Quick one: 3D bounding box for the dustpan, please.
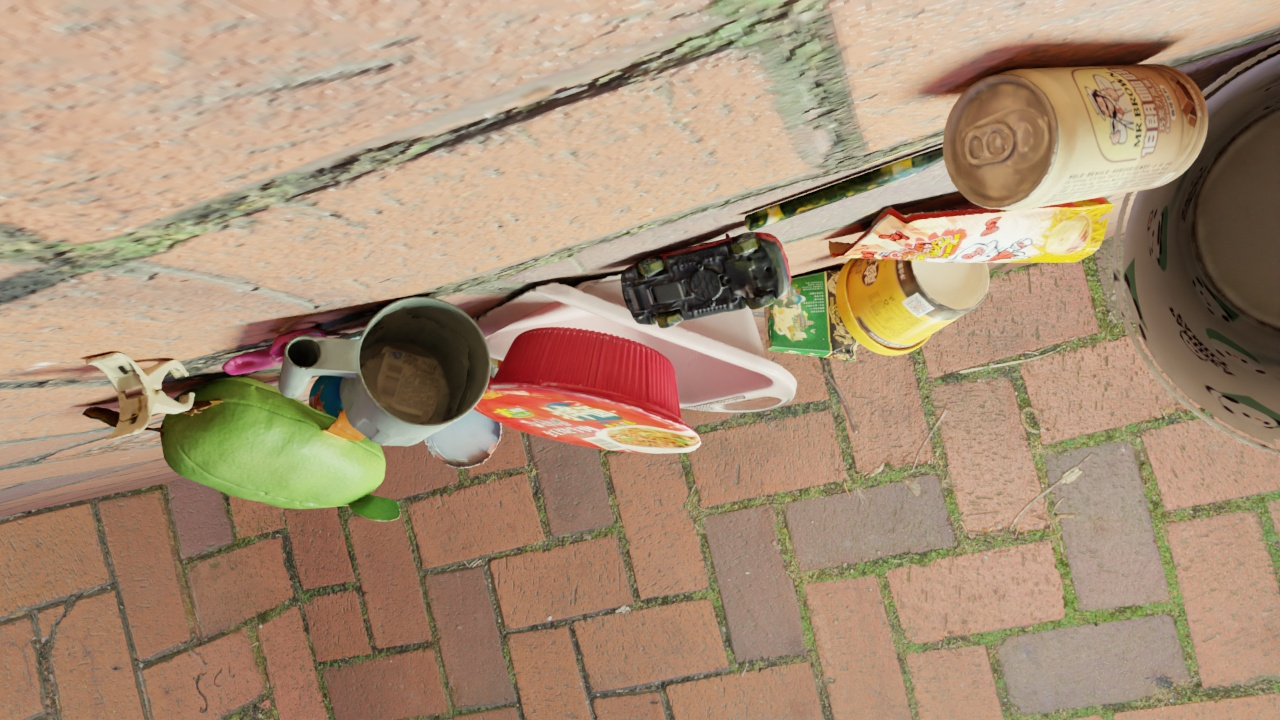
[{"bbox_3d":[-0.005,0.005,0.791,0.272,0.139,0.223,-13,178,-28],"label":"dustpan"}]

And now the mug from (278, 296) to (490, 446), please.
[{"bbox_3d":[-0.172,0.010,0.605,0.123,0.083,0.104,5,165,-24],"label":"mug"}]

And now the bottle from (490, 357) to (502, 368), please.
[{"bbox_3d":[-0.135,0.008,1.146,0.150,0.066,0.066,-7,180,15],"label":"bottle"}]

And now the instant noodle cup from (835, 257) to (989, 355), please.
[{"bbox_3d":[0.279,-0.076,0.933,0.118,0.118,0.115,-13,171,-23],"label":"instant noodle cup"}]

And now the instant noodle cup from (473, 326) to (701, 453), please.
[{"bbox_3d":[-0.042,0.024,0.746,0.194,0.065,0.194,10,163,3],"label":"instant noodle cup"}]

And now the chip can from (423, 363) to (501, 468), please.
[{"bbox_3d":[-0.169,0.047,0.902,0.071,0.071,0.214,-14,-171,-5],"label":"chip can"}]

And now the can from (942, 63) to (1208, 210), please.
[{"bbox_3d":[0.195,-0.100,0.408,0.116,0.058,0.059,-13,178,-31],"label":"can"}]

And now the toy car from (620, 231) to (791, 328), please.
[{"bbox_3d":[0.046,-0.059,0.642,0.121,0.053,0.045,-8,-158,26],"label":"toy car"}]

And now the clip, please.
[{"bbox_3d":[-0.306,0.019,0.560,0.034,0.070,0.100,-13,-176,-9],"label":"clip"}]

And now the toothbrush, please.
[{"bbox_3d":[0.143,-0.104,0.529,0.186,0.017,0.012,-15,-179,32],"label":"toothbrush"}]

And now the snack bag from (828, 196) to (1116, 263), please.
[{"bbox_3d":[0.278,-0.112,0.777,0.207,0.073,0.129,-6,177,-10],"label":"snack bag"}]

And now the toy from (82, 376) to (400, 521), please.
[{"bbox_3d":[-0.309,0.069,0.756,0.227,0.089,0.246,-13,151,30],"label":"toy"}]

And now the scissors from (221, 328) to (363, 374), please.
[{"bbox_3d":[-0.227,-0.010,0.636,0.134,0.017,0.133,-18,-179,12],"label":"scissors"}]

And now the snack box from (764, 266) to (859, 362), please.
[{"bbox_3d":[0.205,-0.056,1.127,0.105,0.118,0.117,-2,178,4],"label":"snack box"}]

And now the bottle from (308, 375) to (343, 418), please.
[{"bbox_3d":[-0.215,0.019,0.794,0.065,0.065,0.219,-12,176,-44],"label":"bottle"}]

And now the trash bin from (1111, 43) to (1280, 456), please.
[{"bbox_3d":[0.431,-0.077,0.557,0.230,0.229,0.251,-15,-178,36],"label":"trash bin"}]
